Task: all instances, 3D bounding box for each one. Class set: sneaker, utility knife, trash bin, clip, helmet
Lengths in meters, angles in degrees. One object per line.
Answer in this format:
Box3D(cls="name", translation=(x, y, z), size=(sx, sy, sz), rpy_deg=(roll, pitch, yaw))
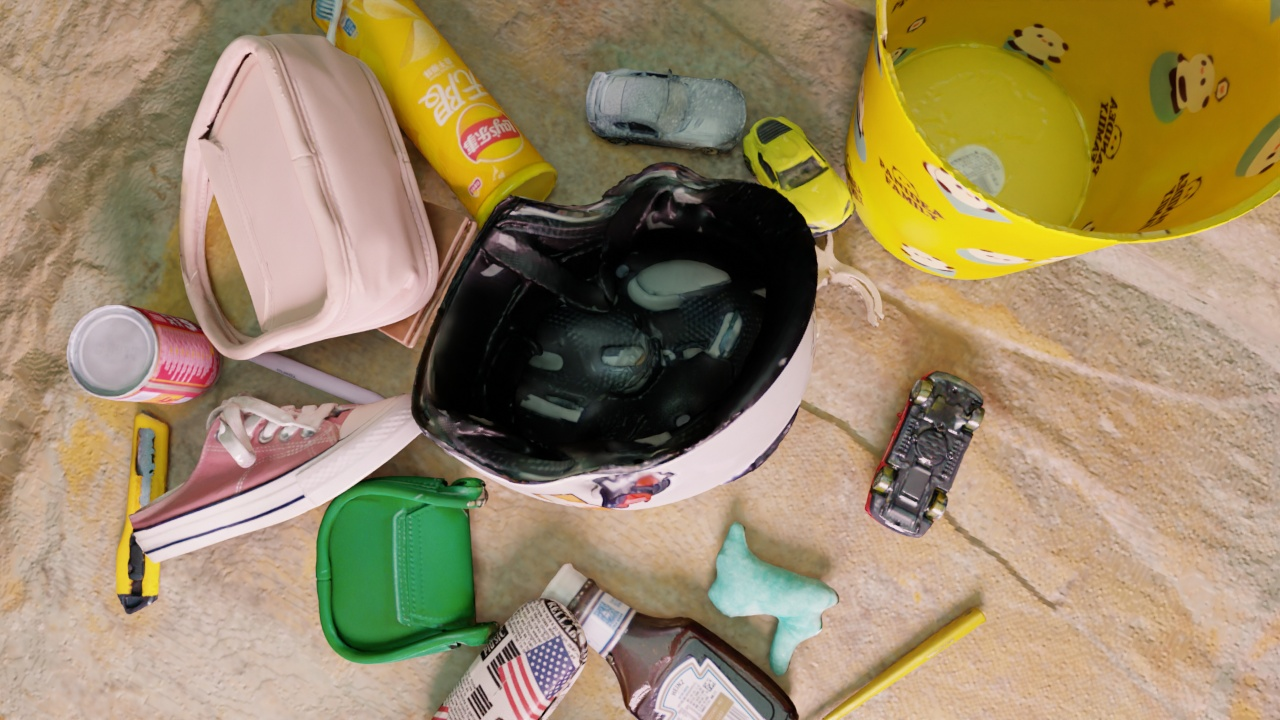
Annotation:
Box3D(cls="sneaker", translation=(-0.266, 0.064, 0.649), size=(0.241, 0.118, 0.088), rpy_deg=(-22, 101, 12))
Box3D(cls="utility knife", translation=(-0.380, 0.115, 0.699), size=(0.033, 0.015, 0.156), rpy_deg=(1, 85, 1))
Box3D(cls="trash bin", translation=(0.235, -0.160, 0.561), size=(0.229, 0.255, 0.229), rpy_deg=(0, 86, 3))
Box3D(cls="clip", translation=(0.130, -0.055, 0.671), size=(0.095, 0.035, 0.102), rpy_deg=(-41, 80, -2))
Box3D(cls="helmet", translation=(-0.004, 0.003, 0.600), size=(0.275, 0.157, 0.229), rpy_deg=(-5, 57, 24))

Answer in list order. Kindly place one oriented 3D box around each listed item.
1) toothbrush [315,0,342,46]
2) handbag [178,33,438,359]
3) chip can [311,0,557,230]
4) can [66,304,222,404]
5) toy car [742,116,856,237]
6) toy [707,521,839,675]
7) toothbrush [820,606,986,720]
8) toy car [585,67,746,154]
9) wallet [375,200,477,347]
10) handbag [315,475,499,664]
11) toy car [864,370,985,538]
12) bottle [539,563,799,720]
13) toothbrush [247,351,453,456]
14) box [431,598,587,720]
Box3D(cls="toothbrush", translation=(-0.235, -0.158, 0.673), size=(0.026, 0.027, 0.221), rpy_deg=(1, 107, -34))
Box3D(cls="handbag", translation=(-0.259, -0.090, 0.640), size=(0.235, 0.093, 0.193), rpy_deg=(-25, 83, 35))
Box3D(cls="chip can", translation=(-0.153, -0.196, 0.682), size=(0.072, 0.072, 0.213), rpy_deg=(-38, 84, 0))
Box3D(cls="can", translation=(-0.356, -0.002, 0.668), size=(0.066, 0.094, 0.066), rpy_deg=(0, 85, 4))
Box3D(cls="toy car", translation=(0.114, -0.136, 0.668), size=(0.048, 0.032, 0.105), rpy_deg=(-30, 65, -1))
Box3D(cls="toy", translation=(0.093, 0.173, 0.658), size=(0.092, 0.030, 0.096), rpy_deg=(17, 92, 7))
Box3D(cls="toothbrush", translation=(0.168, 0.237, 0.654), size=(0.190, 0.015, 0.016), rpy_deg=(-36, 89, 0))
Box3D(cls="toy car", translation=(0.019, -0.187, 0.686), size=(0.121, 0.037, 0.054), rpy_deg=(9, 86, 6))
Box3D(cls="wallet", translation=(-0.171, -0.069, 0.667), size=(0.115, 0.020, 0.101), rpy_deg=(23, 86, 47))
Box3D(cls="handbag", translation=(-0.164, 0.147, 0.656), size=(0.120, 0.068, 0.131), rpy_deg=(-6, 85, 2))
Box3D(cls="toy car", translation=(0.199, 0.066, 0.651), size=(0.053, 0.045, 0.120), rpy_deg=(28, 82, 3))
Box3D(cls="bottle", translation=(0.014, 0.216, 0.652), size=(0.195, 0.044, 0.080), rpy_deg=(35, 88, 6))
Box3D(cls="toothbrush", translation=(-0.218, 0.028, 0.695), size=(0.189, 0.029, 0.021), rpy_deg=(22, 47, 7))
Box3D(cls="box", translation=(-0.095, 0.238, 0.639), size=(0.069, 0.052, 0.164), rpy_deg=(41, 101, 16))
